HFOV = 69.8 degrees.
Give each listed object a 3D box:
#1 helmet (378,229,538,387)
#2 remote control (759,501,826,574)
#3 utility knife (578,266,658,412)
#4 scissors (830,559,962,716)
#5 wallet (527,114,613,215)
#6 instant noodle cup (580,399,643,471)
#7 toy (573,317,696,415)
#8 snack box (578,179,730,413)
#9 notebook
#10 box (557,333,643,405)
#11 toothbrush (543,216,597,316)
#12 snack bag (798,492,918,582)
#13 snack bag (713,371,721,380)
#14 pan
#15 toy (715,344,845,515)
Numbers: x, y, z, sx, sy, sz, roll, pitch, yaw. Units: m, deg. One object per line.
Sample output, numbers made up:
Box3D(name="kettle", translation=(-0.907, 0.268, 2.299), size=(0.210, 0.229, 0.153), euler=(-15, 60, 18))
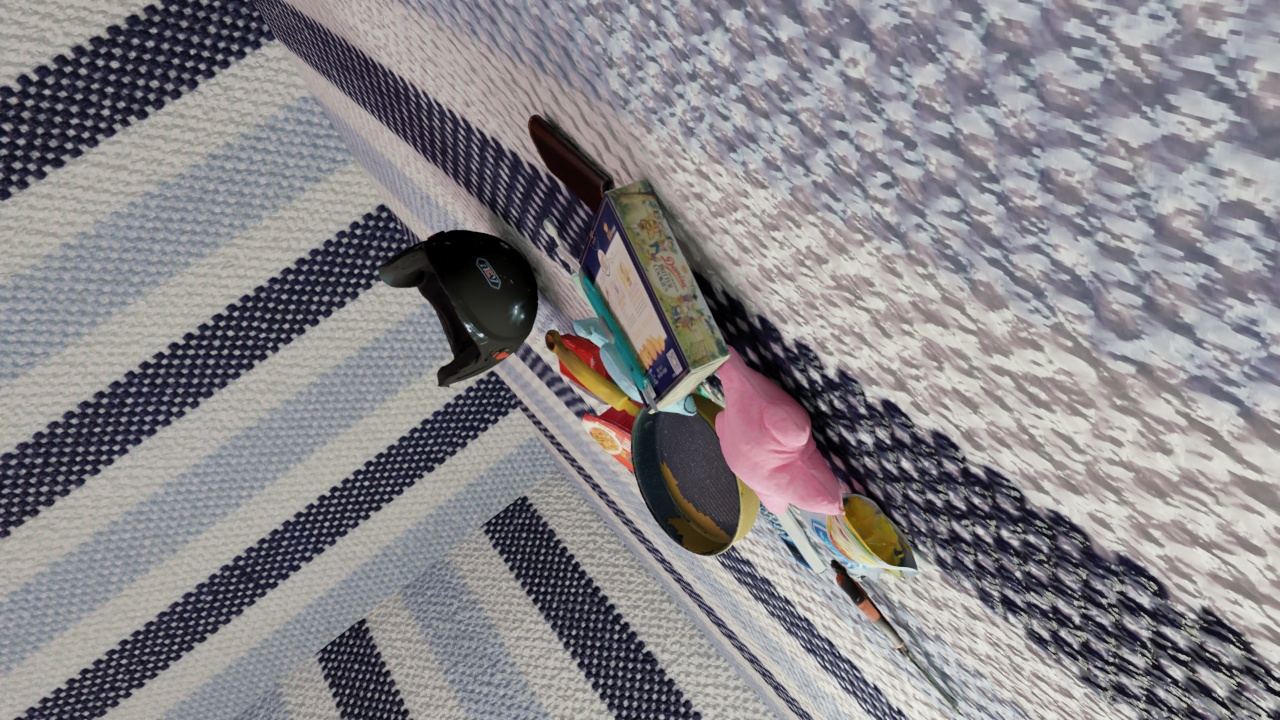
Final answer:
Box3D(name="helmet", translation=(-0.279, -0.103, 1.505), size=(0.233, 0.229, 0.275), euler=(60, 160, 0))
Box3D(name="remote control", translation=(0.185, 0.212, 1.142), size=(0.125, 0.024, 0.049), euler=(55, 168, -16))
Box3D(name="utility knife", translation=(-0.024, -0.020, 0.910), size=(0.179, 0.013, 0.029), euler=(60, 162, 25))
Box3D(name="scissors", translation=(0.287, 0.311, 1.038), size=(0.207, 0.015, 0.192), euler=(46, -175, -41))
Box3D(name="wallet", translation=(-0.066, -0.191, 0.953), size=(0.122, 0.020, 0.096), euler=(46, 171, 24))
Box3D(name="instant noodle cup", translation=(0.005, 0.120, 1.385), size=(0.194, 0.065, 0.194), euler=(32, 163, 11))
Box3D(name="toy", translation=(-0.006, 0.006, 1.023), size=(0.161, 0.050, 0.156), euler=(31, -161, -15))
Box3D(name="snack box", translation=(0.006, -0.054, 0.878), size=(0.182, 0.045, 0.178), euler=(66, 164, 8))
Box3D(name="notebook", translation=(-0.007, -0.044, 1.088), size=(0.209, 0.012, 0.150), euler=(45, 180, 31))
Box3D(name="box", translation=(-0.075, 0.029, 1.504), size=(0.155, 0.073, 0.201), euler=(54, 168, -21))
Box3D(name="toothbrush", translation=(-0.064, -0.091, 1.209), size=(0.224, 0.027, 0.027), euler=(57, -149, -19))
Box3D(name="snack bag", translation=(0.212, 0.180, 0.925), size=(0.110, 0.038, 0.191), euler=(40, 167, 8))
Box3D(name="snack bag", translation=(0.081, 0.002, 0.929), size=(0.104, 0.026, 0.048), euler=(42, 158, 44))
Box3D(name="pan", translation=(0.004, 0.082, 1.118), size=(0.357, 0.078, 0.198), euler=(52, 140, 26))
Box3D(name="toy", translation=(0.127, 0.088, 0.867), size=(0.178, 0.074, 0.195), euler=(49, 162, 31))
